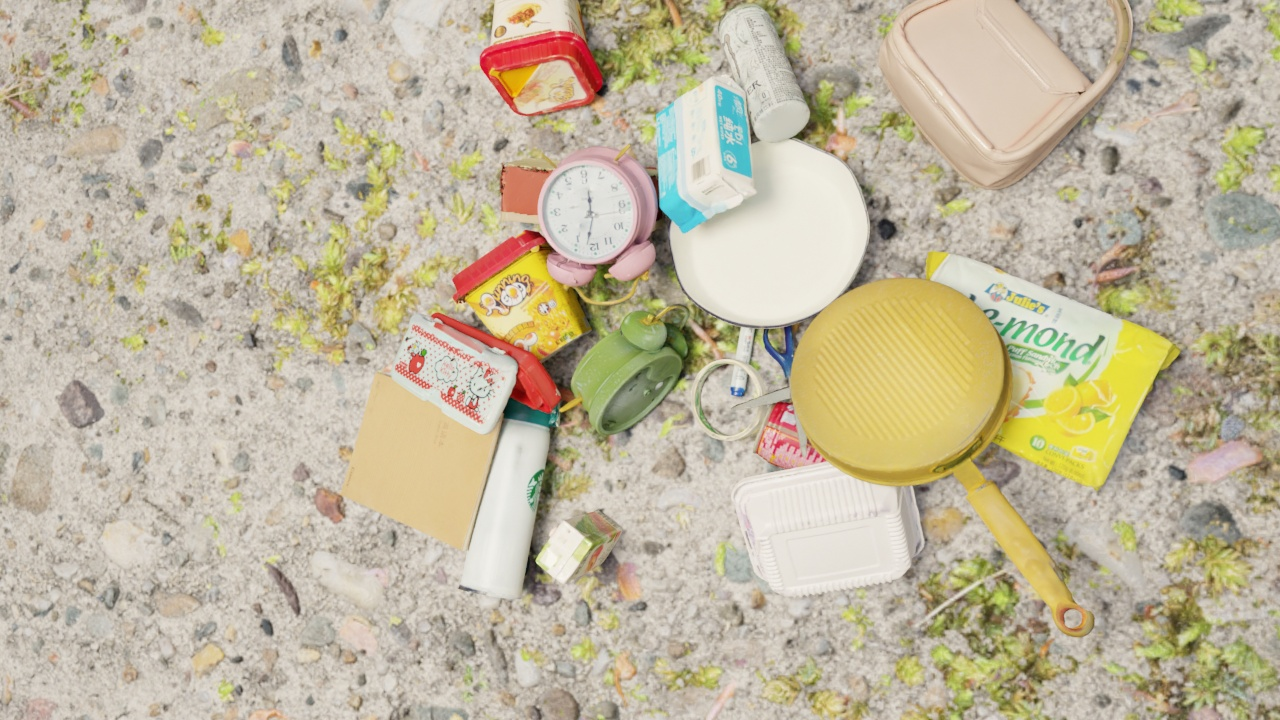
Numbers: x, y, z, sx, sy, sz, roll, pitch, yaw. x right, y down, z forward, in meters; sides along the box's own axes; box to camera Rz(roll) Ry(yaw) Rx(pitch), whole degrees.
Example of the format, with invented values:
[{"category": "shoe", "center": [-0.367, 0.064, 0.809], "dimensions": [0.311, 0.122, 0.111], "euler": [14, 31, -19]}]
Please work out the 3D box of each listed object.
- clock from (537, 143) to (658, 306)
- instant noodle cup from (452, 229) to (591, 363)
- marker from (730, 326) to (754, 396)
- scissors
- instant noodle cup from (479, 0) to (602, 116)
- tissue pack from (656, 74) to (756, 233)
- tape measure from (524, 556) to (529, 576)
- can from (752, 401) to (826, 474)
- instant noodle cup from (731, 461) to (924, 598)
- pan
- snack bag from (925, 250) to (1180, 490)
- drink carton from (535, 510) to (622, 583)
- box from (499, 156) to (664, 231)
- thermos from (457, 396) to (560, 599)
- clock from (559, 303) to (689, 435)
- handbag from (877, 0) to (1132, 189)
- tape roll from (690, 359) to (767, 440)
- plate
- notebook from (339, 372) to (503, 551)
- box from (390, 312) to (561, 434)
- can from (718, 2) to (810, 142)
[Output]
[{"category": "clock", "center": [-0.043, -0.131, 0.911], "dimensions": [0.117, 0.059, 0.158], "euler": [-4, 108, 14]}, {"category": "instant noodle cup", "center": [-0.121, -0.062, 0.988], "dimensions": [0.116, 0.116, 0.123], "euler": [-33, 92, 8]}, {"category": "marker", "center": [0.114, -0.034, 0.974], "dimensions": [0.017, 0.017, 0.145], "euler": [9, 89, 13]}, {"category": "scissors", "center": [0.166, 0.024, 0.923], "dimensions": [0.162, 0.012, 0.173], "euler": [4, 52, -9]}, {"category": "instant noodle cup", "center": [-0.109, -0.351, 1.003], "dimensions": [0.117, 0.116, 0.124], "euler": [-8, 72, 12]}, {"category": "tissue pack", "center": [0.065, -0.206, 0.916], "dimensions": [0.090, 0.063, 0.140], "euler": [-21, 66, 47]}, {"category": "tape measure", "center": [-0.151, 0.223, 1.015], "dimensions": [0.054, 0.025, 0.058], "euler": [37, 85, 11]}, {"category": "can", "center": [0.168, 0.084, 0.929], "dimensions": [0.094, 0.066, 0.066], "euler": [21, 91, 13]}, {"category": "instant noodle cup", "center": [0.184, 0.170, 0.891], "dimensions": [0.174, 0.060, 0.138], "euler": [-12, 119, 13]}, {"category": "pan", "center": [0.275, 0.080, 0.814], "dimensions": [0.198, 0.078, 0.357], "euler": [-36, 56, 10]}, {"category": "snack bag", "center": [0.364, 0.009, 0.887], "dimensions": [0.246, 0.068, 0.158], "euler": [26, 92, 14]}, {"category": "drink carton", "center": [-0.063, 0.189, 0.947], "dimensions": [0.045, 0.122, 0.053], "euler": [36, 95, 14]}, {"category": "box", "center": [-0.060, -0.185, 0.981], "dimensions": [0.168, 0.091, 0.077], "euler": [8, 108, 13]}, {"category": "thermos", "center": [-0.137, 0.138, 0.984], "dimensions": [0.073, 0.073, 0.224], "euler": [7, 78, 13]}, {"category": "clock", "center": [-0.006, 0.006, 0.951], "dimensions": [0.161, 0.116, 0.056], "euler": [-48, 68, 9]}, {"category": "handbag", "center": [0.376, -0.303, 0.906], "dimensions": [0.234, 0.093, 0.193], "euler": [-36, 79, 0]}, {"category": "tape roll", "center": [0.092, 0.041, 0.961], "dimensions": [0.086, 0.013, 0.086], "euler": [0, 90, 35]}, {"category": "plate", "center": [0.132, -0.127, 0.946], "dimensions": [0.205, 0.045, 0.204], "euler": [-4, 75, 16]}, {"category": "notebook", "center": [-0.245, 0.105, 1.013], "dimensions": [0.212, 0.012, 0.149], "euler": [14, 88, 36]}, {"category": "box", "center": [-0.186, 0.017, 0.950], "dimensions": [0.202, 0.095, 0.098], "euler": [22, 60, 45]}, {"category": "can", "center": [0.125, -0.297, 0.946], "dimensions": [0.058, 0.058, 0.146], "euler": [-21, 64, 11]}]
